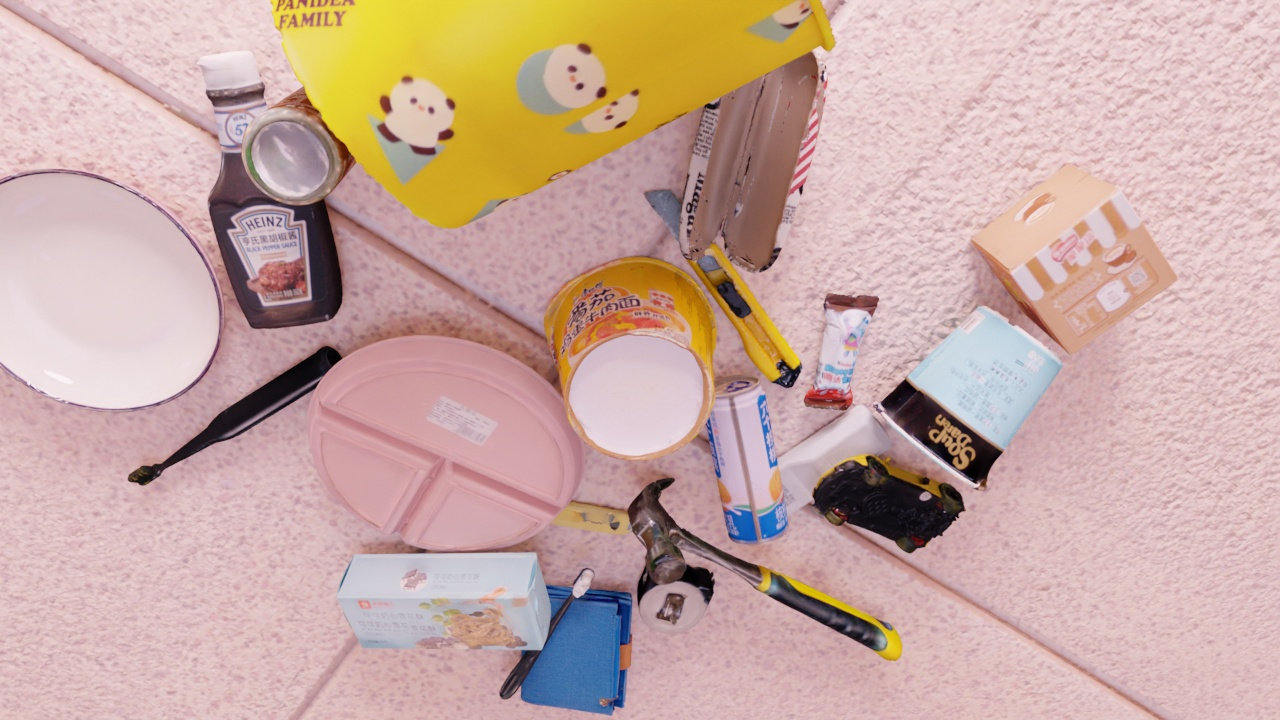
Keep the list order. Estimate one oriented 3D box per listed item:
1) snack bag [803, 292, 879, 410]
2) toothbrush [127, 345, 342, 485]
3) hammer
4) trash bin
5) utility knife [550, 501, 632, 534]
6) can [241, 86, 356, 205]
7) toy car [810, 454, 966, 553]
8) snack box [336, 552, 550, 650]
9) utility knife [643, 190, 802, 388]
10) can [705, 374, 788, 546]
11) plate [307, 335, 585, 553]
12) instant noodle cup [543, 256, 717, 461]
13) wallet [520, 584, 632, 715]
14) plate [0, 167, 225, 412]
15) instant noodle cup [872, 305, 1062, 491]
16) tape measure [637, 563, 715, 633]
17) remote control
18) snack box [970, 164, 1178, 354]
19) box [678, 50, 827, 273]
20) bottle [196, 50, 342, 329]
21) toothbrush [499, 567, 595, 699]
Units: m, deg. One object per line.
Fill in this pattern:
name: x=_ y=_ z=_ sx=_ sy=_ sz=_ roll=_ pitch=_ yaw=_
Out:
snack bag: x=0.163 y=-0.006 z=0.753 sx=0.045 sy=0.026 sz=0.105 roll=6 pitch=114 yaw=-3
toothbrush: x=-0.334 y=0.050 z=0.750 sx=0.213 sy=0.027 sz=0.026 roll=-29 pitch=72 yaw=11
hammer: x=0.118 y=0.196 z=0.817 sx=0.323 sy=0.126 sz=0.032 roll=31 pitch=109 yaw=-28
trash bin: x=-0.054 y=-0.219 z=0.536 sx=0.256 sy=0.229 sz=0.229 roll=-28 pitch=115 yaw=15
utility knife: x=-0.069 y=0.134 z=0.818 sx=0.167 sy=0.018 sz=0.031 roll=9 pitch=121 yaw=-13
can: x=-0.207 y=-0.147 z=0.594 sx=0.058 sy=0.147 sz=0.058 roll=-2 pitch=116 yaw=-3
toy car: x=0.216 y=0.121 z=0.801 sx=0.155 sy=0.041 sz=0.071 roll=21 pitch=122 yaw=-25
snack box: x=-0.170 y=0.211 z=0.805 sx=0.175 sy=0.051 sz=0.074 roll=-3 pitch=128 yaw=8
utility knife: x=0.068 y=-0.054 z=0.730 sx=0.033 sy=0.015 sz=0.209 roll=-35 pitch=112 yaw=10
can: x=0.087 y=0.082 z=0.765 sx=0.053 sy=0.053 sz=0.134 roll=-12 pitch=105 yaw=2
plate: x=-0.160 y=0.079 z=0.750 sx=0.229 sy=0.028 sz=0.230 roll=2 pitch=126 yaw=2
instant noodle cup: x=-0.004 y=0.004 z=0.702 sx=0.138 sy=0.109 sz=0.138 roll=-1 pitch=117 yaw=-2
wallet: x=-0.061 y=0.273 z=0.871 sx=0.106 sy=0.040 sz=0.133 roll=5 pitch=115 yaw=3
plate: x=-0.406 y=-0.053 z=0.688 sx=0.192 sy=0.039 sz=0.193 roll=-1 pitch=116 yaw=-3
instant noodle cup: x=0.269 y=0.025 z=0.738 sx=0.111 sy=0.111 sz=0.120 roll=34 pitch=102 yaw=-18
tape measure: x=0.030 y=0.220 z=0.853 sx=0.065 sy=0.033 sz=0.066 roll=14 pitch=114 yaw=-8
remote control: x=0.157 y=0.091 z=0.802 sx=0.125 sy=0.024 sz=0.049 roll=-37 pitch=112 yaw=14
snack box: x=0.327 y=-0.078 z=0.700 sx=0.093 sy=0.077 sz=0.094 roll=-39 pitch=113 yaw=15
box: x=0.068 y=-0.145 z=0.653 sx=0.088 sy=0.076 sz=0.163 roll=-1 pitch=117 yaw=-28
bottle: x=-0.272 y=-0.120 z=0.662 sx=0.080 sy=0.044 sz=0.195 roll=-6 pitch=116 yaw=-1
toothbrush: x=-0.089 y=0.255 z=0.840 sx=0.015 sy=0.018 sz=0.181 roll=29 pitch=116 yaw=-7
